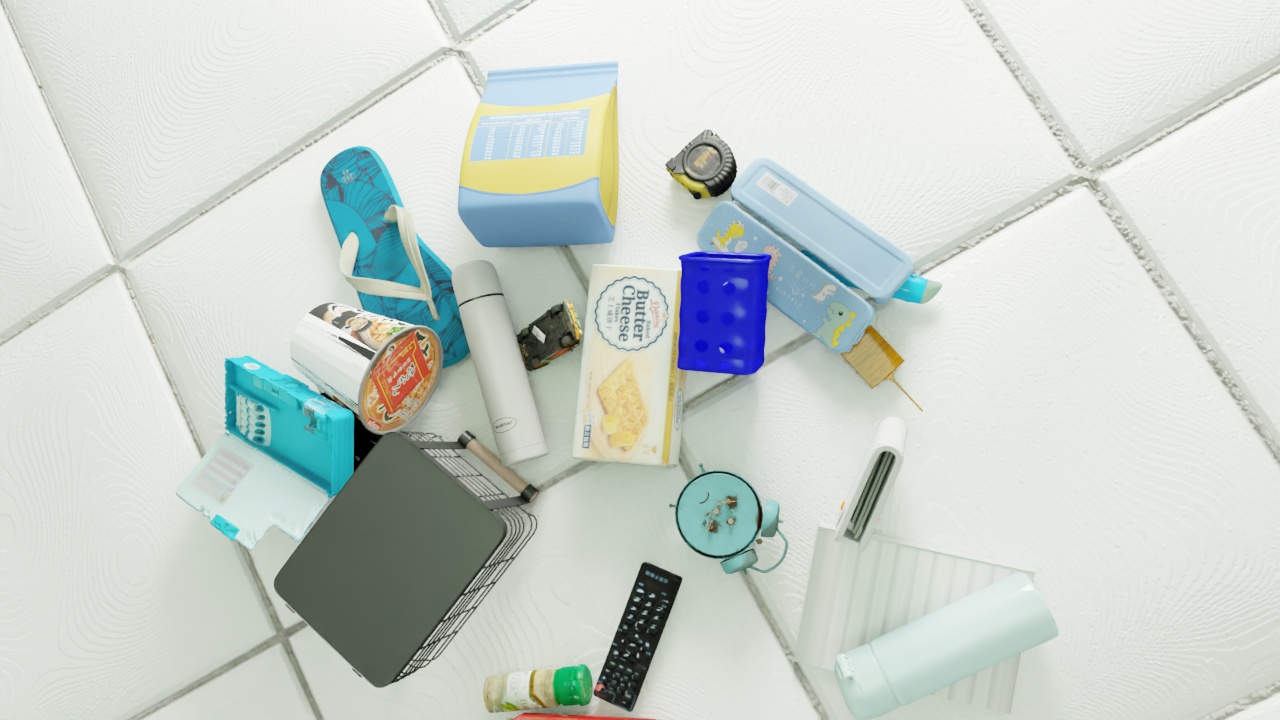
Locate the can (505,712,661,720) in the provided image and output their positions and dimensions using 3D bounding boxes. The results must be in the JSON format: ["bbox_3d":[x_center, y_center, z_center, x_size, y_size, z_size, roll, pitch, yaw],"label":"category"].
[{"bbox_3d":[-0.056,0.397,0.934,0.170,0.067,0.067,-1,84,11],"label":"can"}]

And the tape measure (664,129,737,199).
[{"bbox_3d":[0.072,-0.207,0.985,0.067,0.038,0.062,-44,70,1],"label":"tape measure"}]

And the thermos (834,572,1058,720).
[{"bbox_3d":[0.283,0.274,0.870,0.207,0.065,0.078,-28,123,8],"label":"thermos"}]

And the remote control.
[{"bbox_3d":[-0.002,0.287,0.959,0.047,0.022,0.150,22,91,12],"label":"remote control"}]

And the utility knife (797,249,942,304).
[{"bbox_3d":[0.222,-0.091,0.954,0.175,0.015,0.031,19,87,14],"label":"utility knife"}]

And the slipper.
[{"bbox_3d":[-0.289,-0.117,1.037,0.118,0.060,0.295,-31,80,10],"label":"slipper"}]

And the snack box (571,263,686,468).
[{"bbox_3d":[-0.006,0.006,0.968,0.104,0.057,0.207,5,86,12],"label":"snack box"}]

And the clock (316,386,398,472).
[{"bbox_3d":[-0.326,0.079,1.032,0.121,0.042,0.091,25,90,13],"label":"clock"}]

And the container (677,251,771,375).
[{"bbox_3d":[0.085,-0.049,0.927,0.084,0.085,0.114,5,102,17],"label":"container"}]

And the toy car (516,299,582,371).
[{"bbox_3d":[-0.090,-0.027,0.988,0.112,0.047,0.047,-30,77,48],"label":"toy car"}]

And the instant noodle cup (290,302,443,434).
[{"bbox_3d":[-0.299,-0.001,0.984,0.122,0.123,0.123,24,89,22],"label":"instant noodle cup"}]

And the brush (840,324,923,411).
[{"bbox_3d":[0.240,0.001,0.939,0.048,0.017,0.126,-42,78,5],"label":"brush"}]

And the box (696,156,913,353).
[{"bbox_3d":[0.165,-0.112,0.947,0.209,0.034,0.127,40,93,19],"label":"box"}]

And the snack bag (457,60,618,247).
[{"bbox_3d":[-0.104,-0.233,0.996,0.159,0.102,0.205,-1,71,11],"label":"snack bag"}]

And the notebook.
[{"bbox_3d":[0.270,0.253,0.913,0.210,0.009,0.142,10,87,12],"label":"notebook"}]

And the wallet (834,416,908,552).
[{"bbox_3d":[0.227,0.116,0.896,0.037,0.115,0.119,22,110,12],"label":"wallet"}]

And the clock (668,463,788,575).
[{"bbox_3d":[0.094,0.165,0.935,0.124,0.053,0.090,37,93,12],"label":"clock"}]

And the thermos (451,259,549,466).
[{"bbox_3d":[-0.154,0.001,0.995,0.052,0.052,0.224,-18,84,9],"label":"thermos"}]

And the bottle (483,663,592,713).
[{"bbox_3d":[-0.108,0.345,0.962,0.111,0.043,0.043,-10,83,11],"label":"bottle"}]

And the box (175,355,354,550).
[{"bbox_3d":[-0.398,0.104,0.991,0.227,0.071,0.182,19,90,37],"label":"box"}]

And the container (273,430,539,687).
[{"bbox_3d":[-0.236,0.199,0.957,0.163,0.130,0.241,38,92,12],"label":"container"}]
